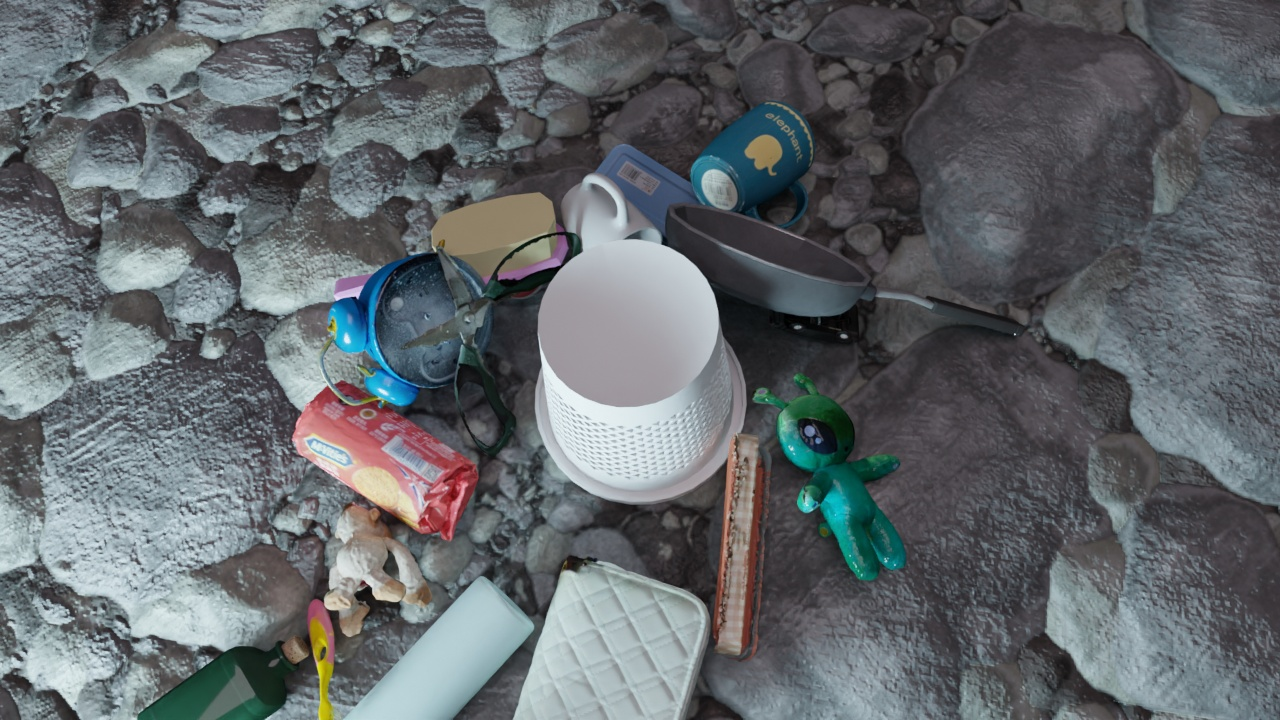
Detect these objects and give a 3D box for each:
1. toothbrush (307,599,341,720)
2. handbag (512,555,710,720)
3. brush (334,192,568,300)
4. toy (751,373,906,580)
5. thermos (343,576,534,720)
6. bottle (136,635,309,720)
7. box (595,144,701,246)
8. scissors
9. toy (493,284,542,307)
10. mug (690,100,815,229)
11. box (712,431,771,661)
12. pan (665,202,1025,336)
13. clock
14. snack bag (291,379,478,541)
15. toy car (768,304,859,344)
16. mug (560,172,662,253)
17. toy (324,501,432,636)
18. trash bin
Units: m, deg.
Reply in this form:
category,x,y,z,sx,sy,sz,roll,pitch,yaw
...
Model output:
category,x,y,z,sx,sy,sz,roll,pitch,yaw
toothbrush,-0.263,0.249,0.760,0.021,0.016,0.135,-36,39,1
handbag,-0.026,0.267,0.742,0.139,0.072,0.194,14,72,17
brush,-0.185,-0.102,0.876,0.228,0.043,0.089,-13,43,-1
toy,0.163,0.097,0.794,0.130,0.073,0.193,-9,68,-42
thermos,-0.180,0.275,0.750,0.078,0.065,0.206,46,78,-13
bottle,-0.336,0.276,0.760,0.131,0.061,0.061,-36,75,-9
box,0.045,-0.139,0.908,0.209,0.037,0.065,35,83,16
scissors,-0.118,-0.027,0.825,0.201,0.202,0.015,-34,34,-29
toy,-0.148,-0.064,0.885,0.111,0.030,0.049,-21,45,-3
mug,0.111,-0.174,0.870,0.104,0.085,0.112,-39,97,-31
box,0.085,0.157,0.776,0.048,0.085,0.187,4,73,11
pan,0.184,-0.063,0.796,0.357,0.178,0.041,13,110,-18
clock,-0.205,-0.027,0.800,0.161,0.117,0.060,-41,33,-27
snack bag,-0.224,0.085,0.815,0.176,0.082,0.082,31,75,13
toy car,0.159,-0.040,0.849,0.092,0.037,0.040,10,68,-20
mug,-0.034,-0.137,0.864,0.071,0.107,0.089,-32,63,-19
toy,-0.241,0.174,0.795,0.085,0.074,0.106,-26,67,8
trash bin,-0.005,0.004,0.762,0.195,0.200,0.195,-1,71,3
